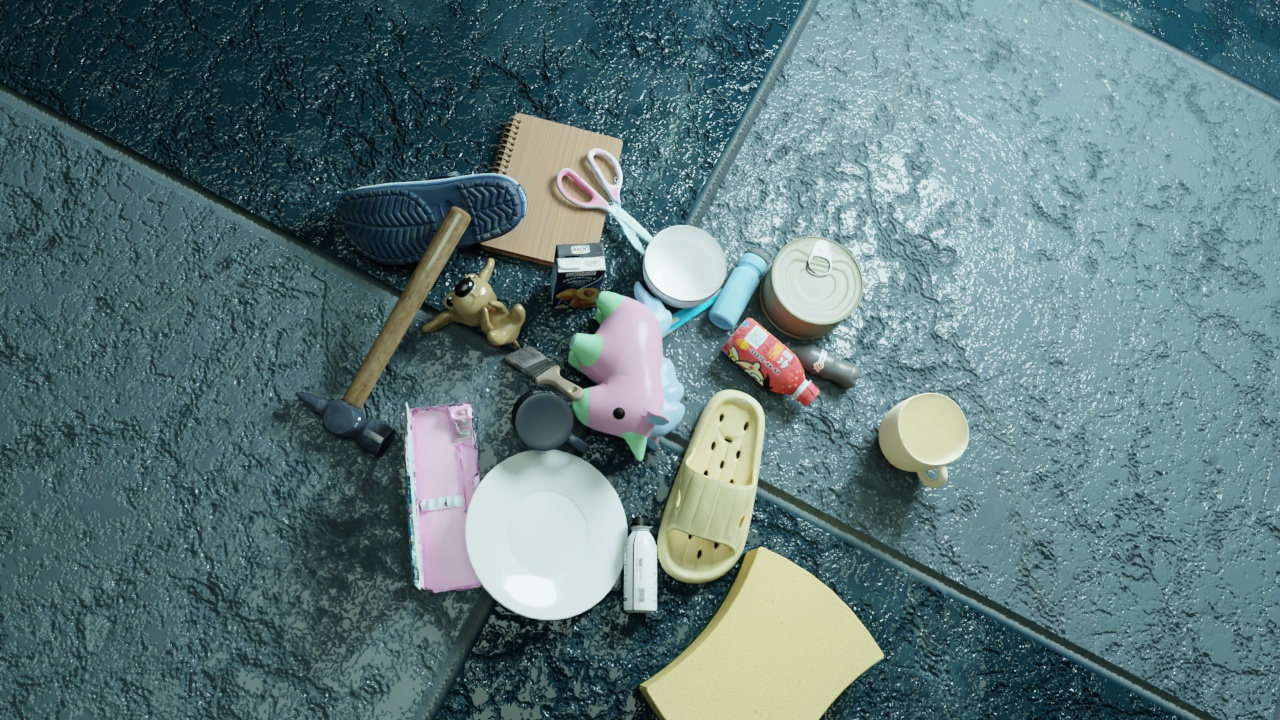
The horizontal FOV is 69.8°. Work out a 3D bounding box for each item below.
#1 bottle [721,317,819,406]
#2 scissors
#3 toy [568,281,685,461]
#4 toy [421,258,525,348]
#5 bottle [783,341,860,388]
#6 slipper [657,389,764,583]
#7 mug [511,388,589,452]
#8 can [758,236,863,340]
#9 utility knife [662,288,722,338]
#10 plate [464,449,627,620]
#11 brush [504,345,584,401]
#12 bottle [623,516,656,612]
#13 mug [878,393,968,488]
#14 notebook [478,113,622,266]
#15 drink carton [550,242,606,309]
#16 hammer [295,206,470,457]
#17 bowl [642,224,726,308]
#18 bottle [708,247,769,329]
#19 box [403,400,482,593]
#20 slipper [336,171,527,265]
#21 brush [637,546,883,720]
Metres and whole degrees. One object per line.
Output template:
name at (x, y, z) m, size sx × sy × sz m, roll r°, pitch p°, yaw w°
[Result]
bottle at (0.178, 0.007, 1.230) m, size 0.137 × 0.062 × 0.061 m, roll 41°, pitch 72°, yaw 6°
scissors at (-0.027, -0.223, 1.277) m, size 0.179 × 0.016 × 0.105 m, roll 40°, pitch 71°, yaw 4°
toy at (-0.007, 0.007, 1.184) m, size 0.171 × 0.120 × 0.221 m, roll 27°, pitch 67°, yaw 6°
toy at (-0.203, -0.063, 1.183) m, size 0.108 × 0.106 × 0.134 m, roll 37°, pitch 75°, yaw 16°
bottle at (0.245, 0.003, 1.254) m, size 0.110 × 0.036 × 0.036 m, roll 25°, pitch 71°, yaw 0°
slipper at (0.103, 0.155, 1.167) m, size 0.111 × 0.079 × 0.261 m, roll 20°, pitch 71°, yaw -5°
mug at (-0.110, 0.083, 1.151) m, size 0.105 × 0.077 × 0.071 m, roll 35°, pitch 85°, yaw -10°
can at (0.232, -0.098, 1.263) m, size 0.127 × 0.073 × 0.127 m, roll 2°, pitch 73°, yaw -8°
utility knife at (0.070, -0.067, 1.262) m, size 0.124 × 0.015 × 0.022 m, roll -31°, pitch 81°, yaw -18°
plate at (-0.115, 0.213, 1.132) m, size 0.208 × 0.015 × 0.208 m, roll 8°, pitch 68°, yaw -22°
brush at (-0.120, 0.017, 1.165) m, size 0.038 × 0.012 × 0.151 m, roll -34°, pitch 40°, yaw -22°
bottle at (0.000, 0.253, 1.140) m, size 0.041 × 0.041 × 0.116 m, roll 3°, pitch 73°, yaw -8°
mug at (0.368, 0.110, 1.205) m, size 0.096 × 0.100 × 0.120 m, roll -12°, pitch 77°, yaw -10°
notebook at (-0.128, -0.235, 1.281) m, size 0.169 × 0.022 × 0.210 m, roll 14°, pitch 72°, yaw -5°
drink carton at (-0.082, -0.109, 1.192) m, size 0.064 × 0.130 × 0.040 m, roll -5°, pitch 73°, yaw -10°
hammer at (-0.303, -0.050, 1.148) m, size 0.129 × 0.040 × 0.321 m, roll 29°, pitch 88°, yaw 4°
bowl at (0.057, -0.121, 1.250) m, size 0.113 × 0.063 × 0.113 m, roll 2°, pitch 71°, yaw -7°
bottle at (0.139, -0.104, 1.270) m, size 0.040 × 0.040 × 0.129 m, roll 30°, pitch 71°, yaw 2°
box at (-0.234, 0.158, 1.101) m, size 0.086 × 0.106 × 0.230 m, roll -6°, pitch 74°, yaw -9°
slipper at (-0.269, -0.192, 1.214) m, size 0.253 × 0.095 × 0.105 m, roll -6°, pitch 112°, yaw 8°
brush at (0.144, 0.374, 1.104) m, size 0.195 × 0.075 × 0.249 m, roll 41°, pitch 72°, yaw 5°
